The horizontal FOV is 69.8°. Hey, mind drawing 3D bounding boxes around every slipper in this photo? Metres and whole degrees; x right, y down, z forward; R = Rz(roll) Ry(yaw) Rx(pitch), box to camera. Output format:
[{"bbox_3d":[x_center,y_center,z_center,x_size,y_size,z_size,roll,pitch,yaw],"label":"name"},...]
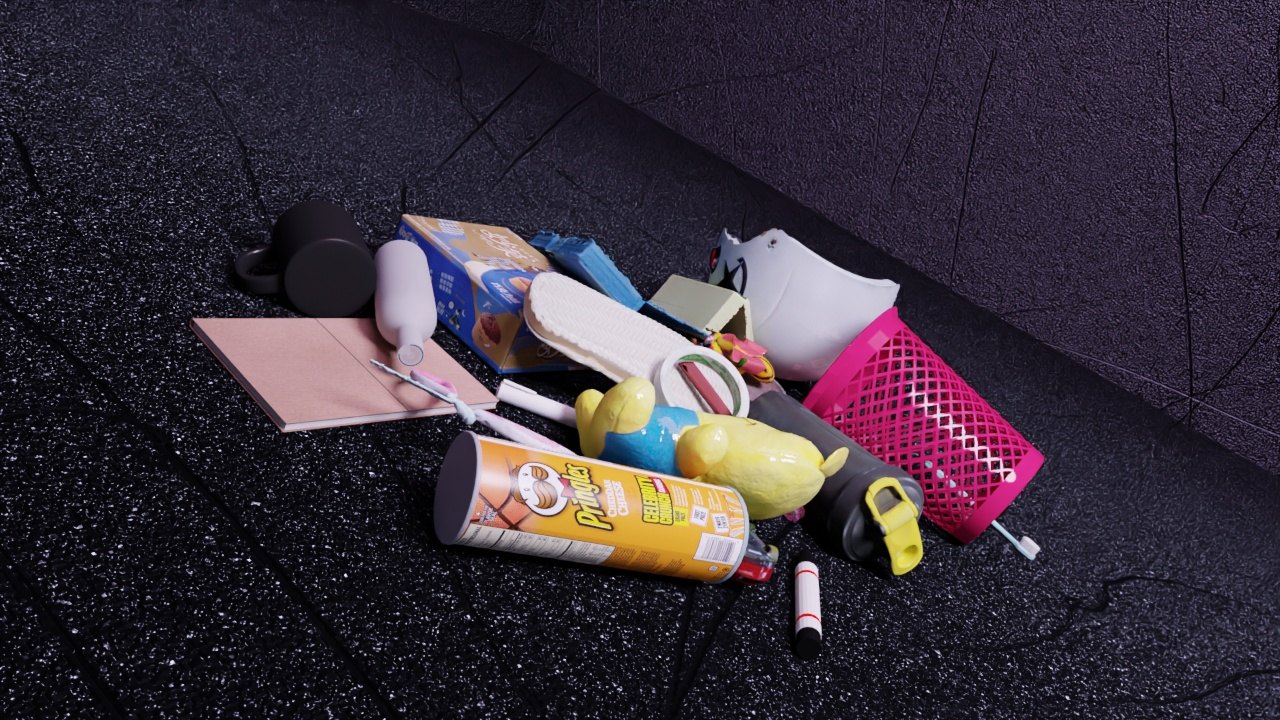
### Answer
[{"bbox_3d":[-0.005,0.005,0.896,0.272,0.054,0.114,34,44,-27],"label":"slipper"}]

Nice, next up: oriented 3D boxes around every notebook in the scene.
[{"bbox_3d":[-0.234,0.004,0.752,0.141,0.008,0.208,38,23,28],"label":"notebook"}]

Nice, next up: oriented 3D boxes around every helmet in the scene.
[{"bbox_3d":[0.191,-0.059,1.200,0.236,0.163,0.264,21,-2,-21],"label":"helmet"}]

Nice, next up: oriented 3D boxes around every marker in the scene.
[{"bbox_3d":[-0.067,0.048,0.833,0.133,0.020,0.017,22,25,-14],"label":"marker"},{"bbox_3d":[0.134,0.188,0.739,0.019,0.019,0.145,27,20,0],"label":"marker"}]

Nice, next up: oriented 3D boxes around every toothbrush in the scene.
[{"bbox_3d":[0.095,0.075,0.882,0.190,0.016,0.016,54,35,9],"label":"toothbrush"},{"bbox_3d":[0.410,0.176,1.115,0.016,0.017,0.180,9,26,-39],"label":"toothbrush"}]

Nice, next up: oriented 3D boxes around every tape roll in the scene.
[{"bbox_3d":[0.058,0.030,0.867,0.093,0.018,0.093,13,57,-21],"label":"tape roll"}]

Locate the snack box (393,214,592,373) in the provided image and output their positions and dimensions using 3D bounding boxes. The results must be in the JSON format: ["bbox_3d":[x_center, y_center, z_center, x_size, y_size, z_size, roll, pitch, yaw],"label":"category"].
[{"bbox_3d":[-0.143,-0.070,0.958,0.203,0.069,0.154,39,22,30],"label":"snack box"}]

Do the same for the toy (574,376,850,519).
[{"bbox_3d":[0.052,0.081,0.772,0.214,0.084,0.149,20,-12,-12],"label":"toy"}]

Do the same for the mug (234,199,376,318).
[{"bbox_3d":[-0.300,-0.087,0.816,0.113,0.078,0.088,-14,37,-20],"label":"mug"}]

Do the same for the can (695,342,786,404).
[{"bbox_3d":[0.098,0.032,1.042,0.130,0.044,0.129,23,20,-9],"label":"can"}]

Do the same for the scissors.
[{"bbox_3d":[-0.126,0.037,0.694,0.172,0.013,0.171,29,-5,-18],"label":"scissors"}]

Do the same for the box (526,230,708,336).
[{"bbox_3d":[-0.038,-0.079,1.056,0.177,0.047,0.232,37,-5,-21],"label":"box"}]

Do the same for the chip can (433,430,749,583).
[{"bbox_3d":[-0.031,0.108,0.652,0.214,0.075,0.075,15,23,-28],"label":"chip can"}]

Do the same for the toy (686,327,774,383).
[{"bbox_3d":[0.106,-0.005,1.014,0.103,0.046,0.084,22,7,-25],"label":"toy"}]

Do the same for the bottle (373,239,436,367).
[{"bbox_3d":[-0.210,-0.049,0.819,0.052,0.052,0.195,17,21,-25],"label":"bottle"}]

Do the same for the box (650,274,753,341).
[{"bbox_3d":[0.075,-0.064,1.142,0.090,0.077,0.188,20,4,-22],"label":"box"}]

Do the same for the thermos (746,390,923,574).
[{"bbox_3d":[0.185,0.109,0.897,0.098,0.098,0.221,12,21,-34],"label":"thermos"}]

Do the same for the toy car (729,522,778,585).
[{"bbox_3d":[0.078,0.150,0.738,0.042,0.036,0.091,19,10,-15],"label":"toy car"}]

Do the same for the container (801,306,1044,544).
[{"bbox_3d":[0.314,0.082,1.026,0.226,0.183,0.182,42,24,17],"label":"container"}]
